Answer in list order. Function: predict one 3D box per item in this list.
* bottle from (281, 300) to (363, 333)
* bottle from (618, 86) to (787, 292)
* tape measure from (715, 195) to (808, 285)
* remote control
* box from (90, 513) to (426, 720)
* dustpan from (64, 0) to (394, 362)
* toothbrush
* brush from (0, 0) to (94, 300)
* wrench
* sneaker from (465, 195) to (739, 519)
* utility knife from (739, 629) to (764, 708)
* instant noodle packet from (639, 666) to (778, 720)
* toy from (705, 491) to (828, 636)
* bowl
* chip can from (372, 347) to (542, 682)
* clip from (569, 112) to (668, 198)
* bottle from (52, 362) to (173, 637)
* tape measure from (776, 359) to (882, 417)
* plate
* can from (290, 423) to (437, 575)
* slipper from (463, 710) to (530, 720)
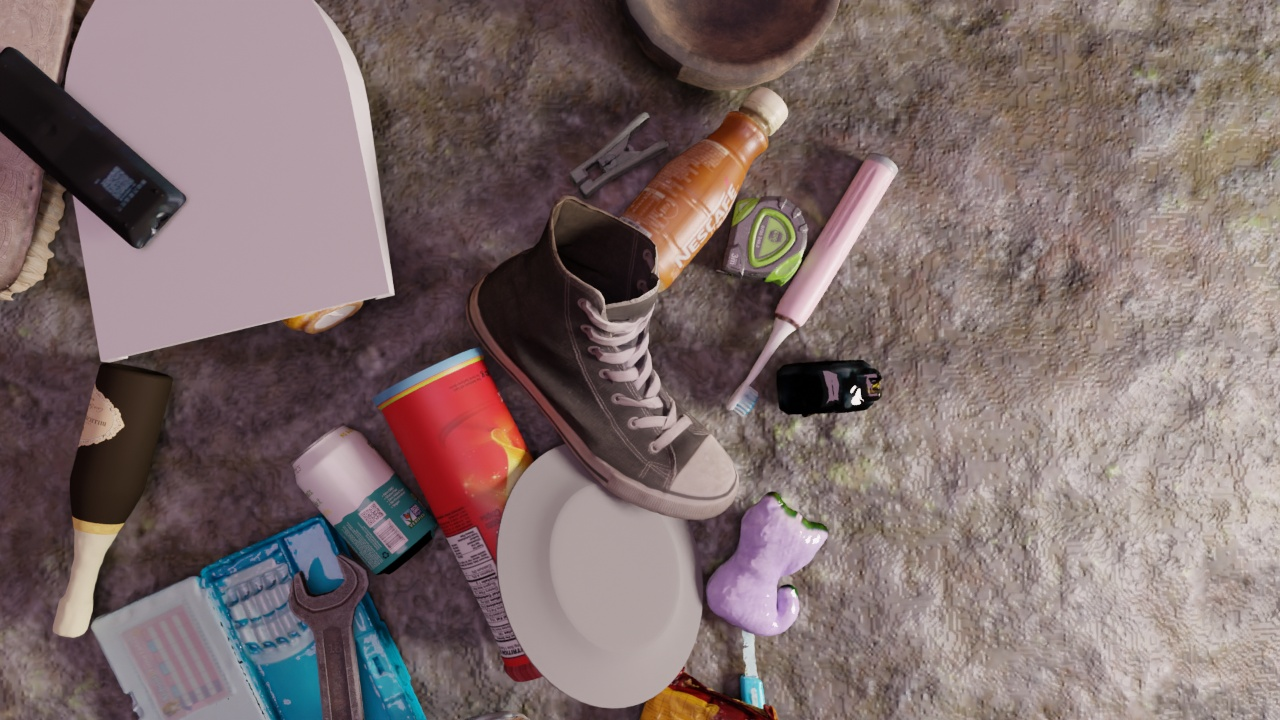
[{"bbox_3d":[-0.237,-0.074,0.631,0.063,0.063,0.109,-31,87,-6],"label":"bottle"},{"bbox_3d":[0.044,-0.127,0.663,0.059,0.059,0.167,40,84,-4],"label":"bottle"},{"bbox_3d":[0.093,-0.089,0.681,0.059,0.036,0.065,16,91,3],"label":"tape measure"},{"bbox_3d":[-0.357,-0.135,0.574,0.150,0.022,0.047,40,85,2],"label":"remote control"},{"bbox_3d":[-0.255,0.245,0.637,0.181,0.039,0.227,-24,92,-5],"label":"box"},{"bbox_3d":[-0.275,-0.144,0.613,0.191,0.053,0.257,-13,85,4],"label":"dustpan"},{"bbox_3d":[0.126,-0.056,0.688,0.026,0.027,0.222,31,87,-3],"label":"toothbrush"},{"bbox_3d":[-0.426,-0.174,0.614,0.083,0.057,0.271,10,89,-10],"label":"brush"},{"bbox_3d":[-0.198,0.268,0.621,0.070,0.010,0.273,-6,91,-3],"label":"wrench"},{"bbox_3d":[-0.004,0.004,0.616,0.235,0.120,0.095,50,46,1],"label":"sneaker"},{"bbox_3d":[0.084,0.270,0.686,0.022,0.015,0.141,-7,88,-10],"label":"utility knife"},{"bbox_3d":[0.039,0.298,0.663,0.098,0.039,0.135,17,88,5],"label":"instant noodle packet"},{"bbox_3d":[0.096,0.154,0.678,0.080,0.036,0.099,33,90,-15],"label":"toy"},{"bbox_3d":[0.059,-0.272,0.660,0.162,0.070,0.162,0,89,-6],"label":"bowl"},{"bbox_3d":[-0.099,0.104,0.632,0.087,0.087,0.213,-27,91,-6],"label":"chip can"},{"bbox_3d":[-0.017,-0.150,0.676,0.075,0.023,0.037,-35,94,-3],"label":"clip"},{"bbox_3d":[-0.365,0.096,0.623,0.045,0.045,0.184,14,88,-6],"label":"bottle"},{"bbox_3d":[0.136,0.020,0.667,0.072,0.071,0.042,-2,93,0],"label":"tape measure"},{"bbox_3d":[-0.019,0.139,0.619,0.178,0.012,0.178,21,57,-36],"label":"plate"},{"bbox_3d":[-0.191,0.096,0.637,0.055,0.055,0.101,-40,93,-5],"label":"can"},{"bbox_3d":[-0.103,0.365,0.637,0.111,0.063,0.264,-6,100,-18],"label":"slipper"}]
